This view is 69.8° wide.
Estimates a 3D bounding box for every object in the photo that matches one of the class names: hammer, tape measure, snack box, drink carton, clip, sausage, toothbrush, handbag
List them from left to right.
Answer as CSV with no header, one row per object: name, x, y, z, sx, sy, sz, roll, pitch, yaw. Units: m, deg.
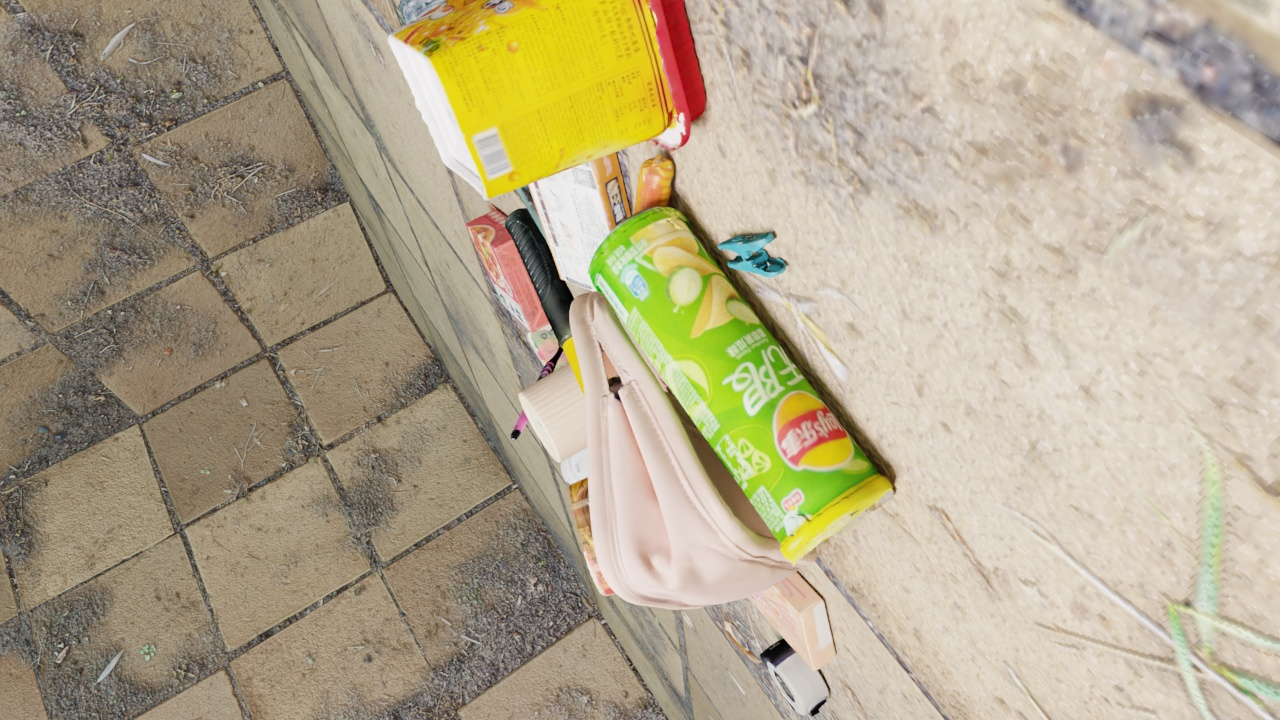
snack box,-0.149,-0.107,1.048,0.127,0.044,0.113,40,156,54
toothbrush,-0.101,0.018,0.960,0.188,0.014,0.018,-68,-17,-50
drink carton,-0.078,0.015,1.044,0.122,0.045,0.053,56,171,19
hammer,-0.058,-0.017,0.811,0.129,0.032,0.300,95,153,-58
snack box,-0.043,-0.110,0.670,0.075,0.026,0.154,23,147,31
sausage,0.005,-0.088,0.608,0.021,0.021,0.165,56,165,15
handbag,0.018,0.049,0.627,0.193,0.093,0.234,31,-147,-62
clip,0.059,-0.059,0.499,0.047,0.014,0.057,62,164,-16
snack box,0.107,0.188,0.799,0.157,0.026,0.084,43,158,48
tape measure,0.148,0.300,0.867,0.065,0.033,0.066,57,168,4

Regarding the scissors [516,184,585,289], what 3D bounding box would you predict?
scissors,-0.094,-0.142,0.790,0.177,0.019,0.171,59,-178,7

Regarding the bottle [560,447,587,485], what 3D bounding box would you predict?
bottle,-0.034,0.103,1.013,0.068,0.068,0.197,59,156,3

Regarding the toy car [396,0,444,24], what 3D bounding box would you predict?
toy car,-0.167,-0.269,0.771,0.036,0.054,0.121,58,166,14

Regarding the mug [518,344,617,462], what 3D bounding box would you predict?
mug,-0.054,0.045,0.901,0.081,0.105,0.115,55,165,18

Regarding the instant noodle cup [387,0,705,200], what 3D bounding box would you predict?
instant noodle cup,-0.050,-0.149,0.467,0.116,0.123,0.116,43,158,50

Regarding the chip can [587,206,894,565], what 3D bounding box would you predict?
chip can,0.052,0.007,0.537,0.221,0.072,0.073,55,165,18

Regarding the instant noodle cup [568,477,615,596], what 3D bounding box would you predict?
instant noodle cup,0.000,0.154,0.860,0.138,0.108,0.138,155,96,-89
